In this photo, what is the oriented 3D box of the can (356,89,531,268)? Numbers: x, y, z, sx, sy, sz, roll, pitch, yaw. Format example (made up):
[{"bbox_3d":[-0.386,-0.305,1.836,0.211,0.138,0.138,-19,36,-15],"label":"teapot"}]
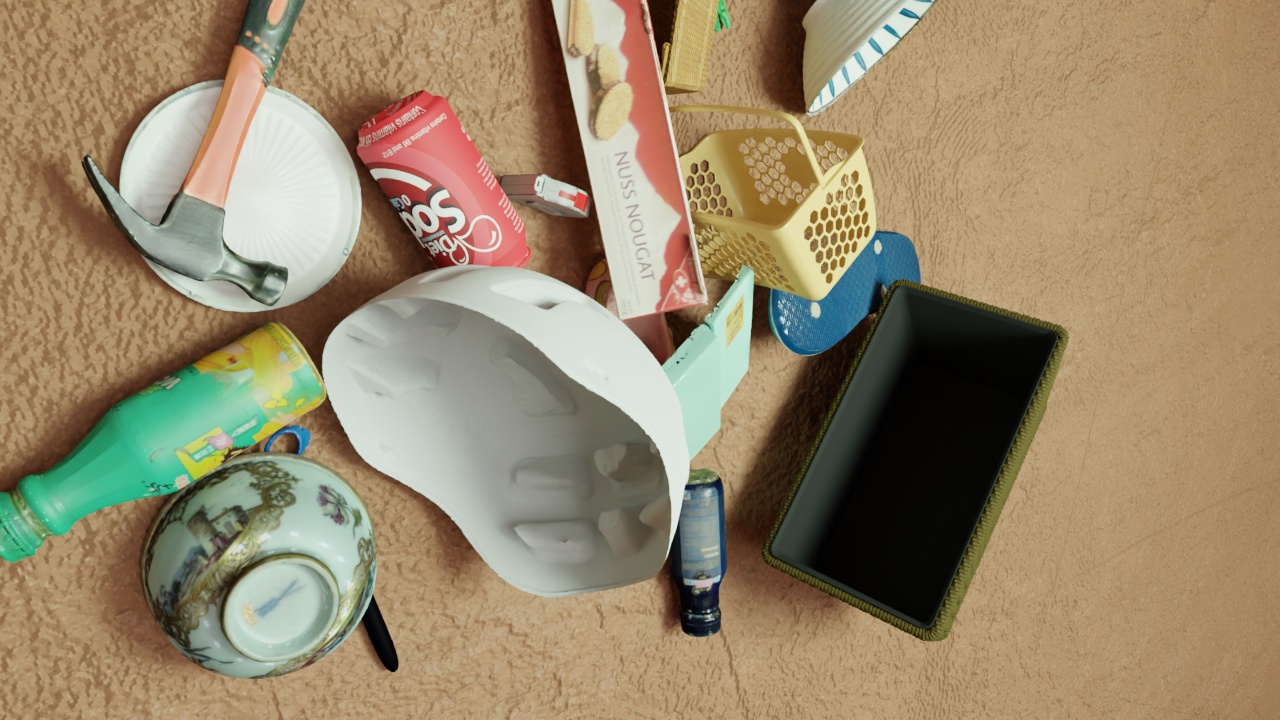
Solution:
[{"bbox_3d":[-0.145,-0.124,0.685,0.074,0.074,0.142,-43,119,-23],"label":"can"}]

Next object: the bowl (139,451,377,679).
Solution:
[{"bbox_3d":[-0.252,0.152,0.628,0.159,0.094,0.160,-6,103,-27],"label":"bowl"}]

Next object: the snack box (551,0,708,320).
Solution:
[{"bbox_3d":[-0.008,-0.172,0.738,0.077,0.044,0.273,-11,92,11],"label":"snack box"}]

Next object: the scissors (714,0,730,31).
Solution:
[{"bbox_3d":[0.062,-0.364,0.834,0.070,0.014,0.130,-38,116,-25],"label":"scissors"}]

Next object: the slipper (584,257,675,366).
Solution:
[{"bbox_3d":[-0.005,0.005,0.802,0.093,0.082,0.197,3,93,-37],"label":"slipper"}]

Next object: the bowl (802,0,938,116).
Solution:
[{"bbox_3d":[0.205,-0.322,0.874,0.177,0.178,0.071,-40,87,-24],"label":"bowl"}]

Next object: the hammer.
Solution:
[{"bbox_3d":[-0.252,-0.214,0.609,0.133,0.033,0.332,23,78,-34],"label":"hammer"}]

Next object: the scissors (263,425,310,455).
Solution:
[{"bbox_3d":[-0.281,0.099,0.664,0.133,0.015,0.104,-19,110,-27],"label":"scissors"}]

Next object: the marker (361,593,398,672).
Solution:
[{"bbox_3d":[-0.217,0.190,0.718,0.018,0.015,0.134,-37,118,-47],"label":"marker"}]

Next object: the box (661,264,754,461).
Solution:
[{"bbox_3d":[0.062,0.014,0.823,0.136,0.033,0.187,-47,158,-16],"label":"box"}]

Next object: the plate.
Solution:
[{"bbox_3d":[-0.272,-0.112,0.634,0.156,0.014,0.157,-6,101,-35],"label":"plate"}]

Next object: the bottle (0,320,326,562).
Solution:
[{"bbox_3d":[-0.313,0.052,0.597,0.209,0.068,0.068,-35,115,-26],"label":"bottle"}]

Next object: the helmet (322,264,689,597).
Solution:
[{"bbox_3d":[-0.092,0.042,0.666,0.282,0.225,0.183,33,42,-32],"label":"helmet"}]

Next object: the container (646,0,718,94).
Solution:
[{"bbox_3d":[0.025,-0.283,0.791,0.061,0.063,0.114,6,93,-43],"label":"container"}]

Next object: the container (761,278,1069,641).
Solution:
[{"bbox_3d":[0.291,0.118,0.952,0.320,0.176,0.205,-62,151,-11],"label":"container"}]

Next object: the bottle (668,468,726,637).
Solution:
[{"bbox_3d":[0.055,0.186,0.887,0.056,0.056,0.161,-11,104,-34],"label":"bottle"}]

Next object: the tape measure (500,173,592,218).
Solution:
[{"bbox_3d":[-0.076,-0.132,0.742,0.062,0.060,0.020,16,88,-40],"label":"tape measure"}]

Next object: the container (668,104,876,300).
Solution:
[{"bbox_3d":[0.092,-0.151,0.784,0.129,0.184,0.167,-49,128,-19],"label":"container"}]

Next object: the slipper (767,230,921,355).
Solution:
[{"bbox_3d":[0.204,-0.081,0.953,0.294,0.060,0.118,-17,101,-46],"label":"slipper"}]
